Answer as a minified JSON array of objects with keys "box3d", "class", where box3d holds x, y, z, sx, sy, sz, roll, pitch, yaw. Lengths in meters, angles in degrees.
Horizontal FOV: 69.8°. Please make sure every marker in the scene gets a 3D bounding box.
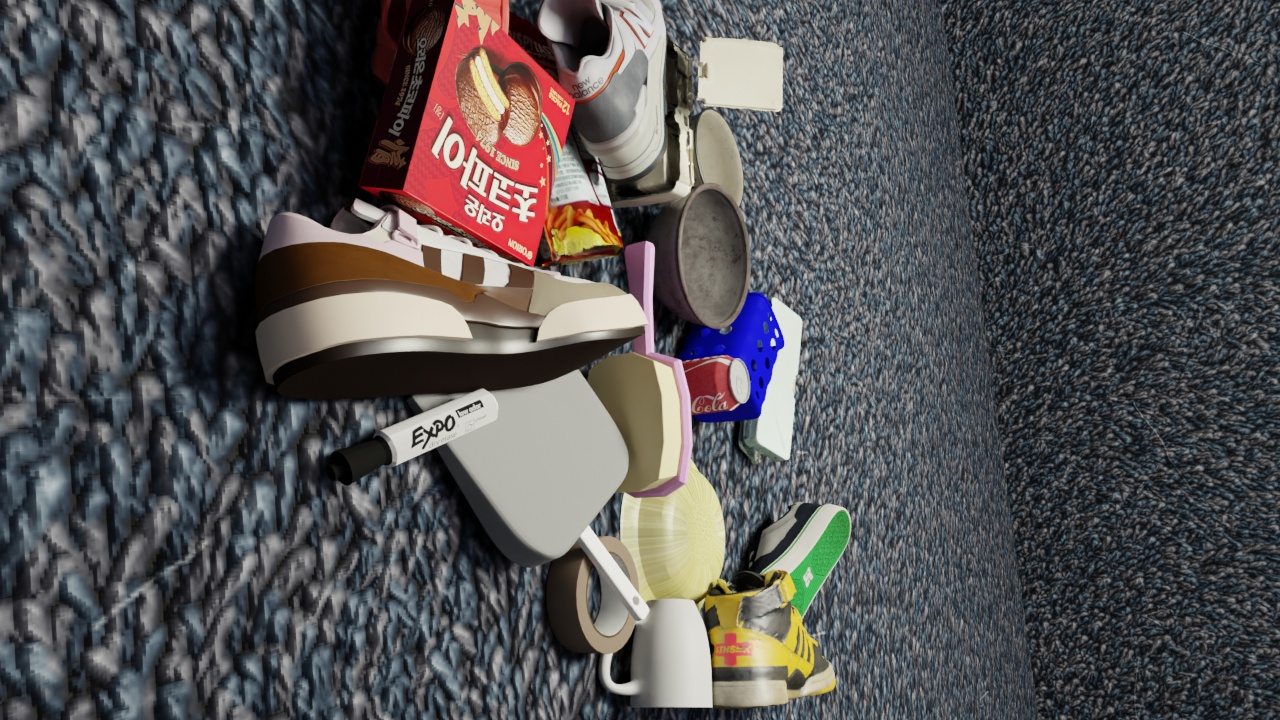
[{"box3d":[-0.146,0.049,0.595,0.125,0.025,0.025,-25,104,-45],"class":"marker"}]

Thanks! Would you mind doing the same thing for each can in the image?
[{"box3d":[0.053,0.026,0.887,0.054,0.097,0.054,22,64,-55],"class":"can"}]

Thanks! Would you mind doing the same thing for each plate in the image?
[{"box3d":[0.045,0.170,0.896,0.184,0.036,0.184,22,64,-56],"class":"plate"}]

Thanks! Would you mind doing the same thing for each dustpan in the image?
[{"box3d":[-0.061,0.097,0.712,0.257,0.033,0.162,55,36,-9],"class":"dustpan"}]

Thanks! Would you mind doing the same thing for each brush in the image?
[{"box3d":[-0.005,0.005,0.802,0.043,0.089,0.228,9,75,-53],"class":"brush"}]

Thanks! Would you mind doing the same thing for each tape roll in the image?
[{"box3d":[-0.038,0.193,0.756,0.093,0.030,0.093,22,64,-56],"class":"tape roll"}]

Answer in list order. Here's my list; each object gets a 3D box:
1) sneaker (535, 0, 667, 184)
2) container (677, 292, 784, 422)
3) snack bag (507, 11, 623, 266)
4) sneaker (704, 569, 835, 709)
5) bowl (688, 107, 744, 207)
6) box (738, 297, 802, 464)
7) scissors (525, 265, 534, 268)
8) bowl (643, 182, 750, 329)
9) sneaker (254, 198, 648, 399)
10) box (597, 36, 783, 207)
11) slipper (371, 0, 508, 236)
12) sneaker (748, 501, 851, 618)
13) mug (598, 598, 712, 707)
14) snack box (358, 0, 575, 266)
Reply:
[{"box3d":[-0.034,-0.276,0.772,0.124,0.089,0.239,42,35,-56],"class":"sneaker"},{"box3d":[0.095,-0.002,0.979,0.085,0.085,0.113,60,38,-34],"class":"container"},{"box3d":[-0.067,-0.187,0.778,0.138,0.067,0.208,-18,96,-64],"class":"snack bag"},{"box3d":[0.128,0.271,0.905,0.238,0.086,0.122,27,57,-61],"class":"sneaker"},{"box3d":[0.062,-0.210,0.999,0.115,0.059,0.115,22,64,-56],"class":"bowl"},{"box3d":[0.153,0.022,1.102,0.086,0.073,0.198,66,30,-61],"class":"box"},{"box3d":[-0.076,-0.051,0.752,0.135,0.019,0.130,51,22,-18],"class":"scissors"},{"box3d":[0.050,-0.104,0.934,0.144,0.067,0.145,1,89,-56],"class":"bowl"},{"box3d":[-0.119,-0.047,0.613,0.293,0.112,0.116,-5,73,-46],"class":"sneaker"},{"box3d":[0.044,-0.217,0.850,0.080,0.182,0.143,4,86,-60],"class":"box"},{"box3d":[-0.145,-0.206,0.653,0.103,0.059,0.249,-25,120,-59],"class":"slipper"},{"box3d":[0.145,0.243,1.026,0.234,0.079,0.084,-41,125,-36],"class":"sneaker"},{"box3d":[0.011,0.255,0.800,0.107,0.071,0.089,12,66,-29],"class":"mug"},{"box3d":[-0.111,-0.152,0.631,0.152,0.036,0.132,27,75,-63],"class":"snack box"}]
